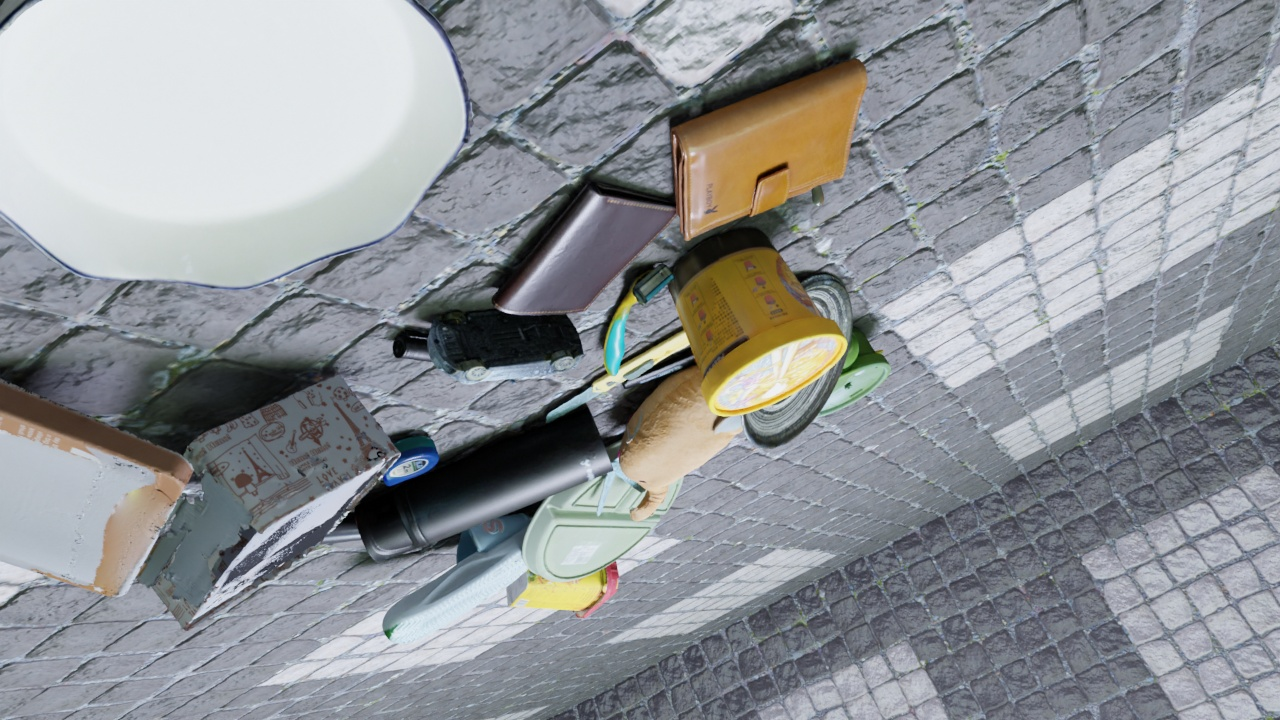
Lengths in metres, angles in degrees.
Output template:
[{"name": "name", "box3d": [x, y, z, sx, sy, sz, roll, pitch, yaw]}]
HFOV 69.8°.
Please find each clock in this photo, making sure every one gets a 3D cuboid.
[{"name": "clock", "box3d": [0.205, 0.011, 1.014, 0.116, 0.056, 0.161, -38, 153, 26]}]

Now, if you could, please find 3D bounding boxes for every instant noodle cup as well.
[{"name": "instant noodle cup", "box3d": [-0.109, 0.271, 1.198, 0.123, 0.116, 0.116, 5, 145, -29]}, {"name": "instant noodle cup", "box3d": [0.085, -0.033, 0.735, 0.118, 0.114, 0.119, -21, 156, -10]}]

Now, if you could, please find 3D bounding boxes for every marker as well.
[{"name": "marker", "box3d": [0.040, 0.002, 0.888, 0.124, 0.015, 0.018, -22, 152, -3]}, {"name": "marker", "box3d": [-0.130, -0.006, 0.705, 0.131, 0.020, 0.022, 8, 111, -49]}]

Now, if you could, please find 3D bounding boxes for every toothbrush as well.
[{"name": "toothbrush", "box3d": [-0.274, 0.169, 0.917, 0.026, 0.027, 0.212, 6, 178, 39]}]

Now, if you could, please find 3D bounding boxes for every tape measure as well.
[{"name": "tape measure", "box3d": [-0.207, 0.086, 0.813, 0.054, 0.025, 0.058, -19, 160, -17]}]

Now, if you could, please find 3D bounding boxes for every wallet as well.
[{"name": "wallet", "box3d": [0.084, -0.137, 0.623, 0.130, 0.035, 0.119, -23, 150, -8]}, {"name": "wallet", "box3d": [-0.038, -0.075, 0.650, 0.096, 0.020, 0.123, -3, 147, -50]}]

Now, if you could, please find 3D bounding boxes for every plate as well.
[{"name": "plate", "box3d": [0.146, 0.000, 0.887, 0.179, 0.024, 0.180, -28, 132, -37]}, {"name": "plate", "box3d": [-0.182, -0.108, 0.410, 0.204, 0.045, 0.205, -21, 157, -10]}, {"name": "plate", "box3d": [-0.036, 0.178, 1.078, 0.229, 0.027, 0.231, -29, 145, -23]}]

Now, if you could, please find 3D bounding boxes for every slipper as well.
[{"name": "slipper", "box3d": [-0.197, 0.237, 1.064, 0.244, 0.074, 0.104, -29, 156, -35]}]

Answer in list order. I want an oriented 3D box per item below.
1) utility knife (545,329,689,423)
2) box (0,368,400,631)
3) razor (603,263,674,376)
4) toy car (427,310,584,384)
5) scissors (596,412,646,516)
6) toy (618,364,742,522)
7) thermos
[{"name": "utility knife", "box3d": [-0.005, 0.005, 0.859, 0.208, 0.021, 0.031, -26, 151, 13]}, {"name": "box", "box3d": [-0.317, 0.097, 0.624, 0.270, 0.132, 0.180, 6, 142, -41]}, {"name": "razor", "box3d": [-0.011, -0.028, 0.760, 0.043, 0.028, 0.133, -47, 169, -37]}, {"name": "toy car", "box3d": [-0.099, -0.010, 0.680, 0.120, 0.054, 0.037, -6, 148, -36]}, {"name": "scissors", "box3d": [-0.025, 0.106, 0.982, 0.131, 0.017, 0.133, -49, 133, -3]}, {"name": "toy", "box3d": [0.038, 0.084, 0.953, 0.143, 0.082, 0.227, 18, 127, -40]}, {"name": "thermos", "box3d": [-0.149, 0.126, 0.899, 0.242, 0.068, 0.090, -22, 149, -4]}]
